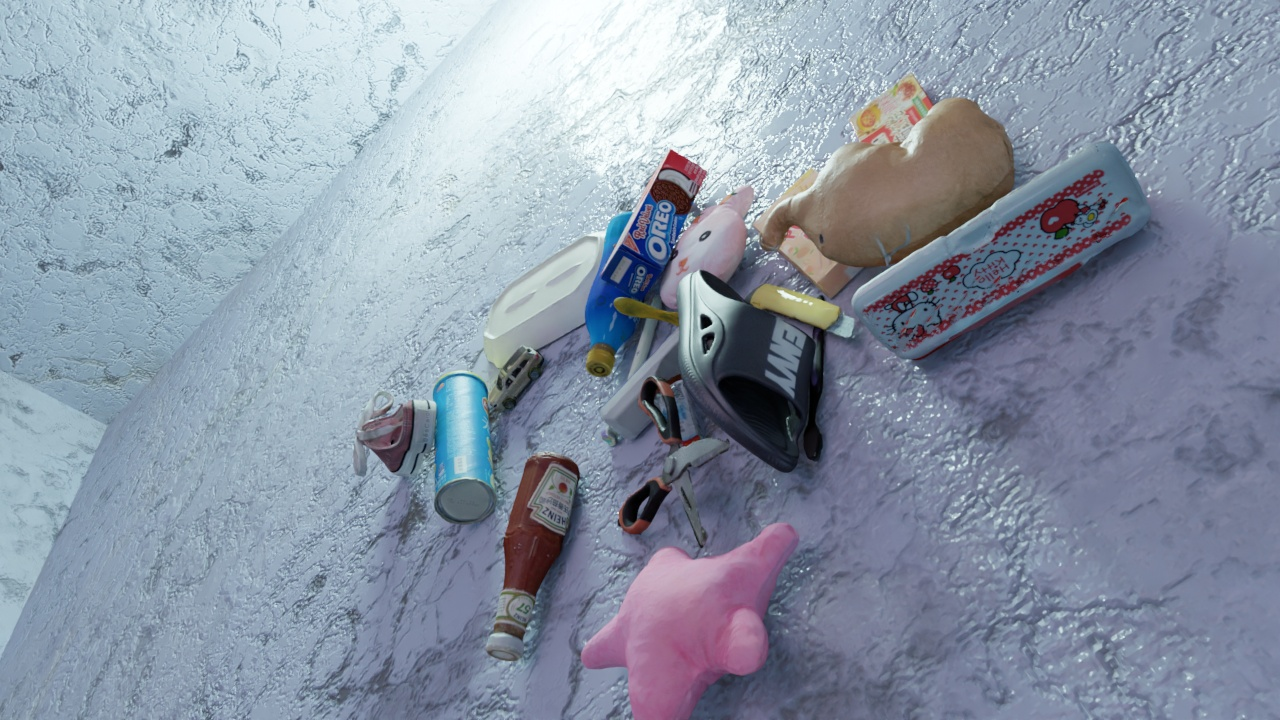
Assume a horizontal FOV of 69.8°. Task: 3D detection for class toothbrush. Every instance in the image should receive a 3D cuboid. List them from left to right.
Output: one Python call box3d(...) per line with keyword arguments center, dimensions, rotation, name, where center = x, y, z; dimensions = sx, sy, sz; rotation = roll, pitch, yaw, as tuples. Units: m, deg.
box3d(center=(-0.006, 0.006, 0.986), dimensions=(0.020, 0.029, 0.189), rotation=(13, 59, 10), name="toothbrush")
box3d(center=(0.152, 0.011, 0.788), dimensions=(0.014, 0.017, 0.188), rotation=(-19, 40, 31), name="toothbrush")

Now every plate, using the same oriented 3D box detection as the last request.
box3d(center=(-0.123, -0.088, 1.217), dimensions=(0.266, 0.034, 0.161), rotation=(-26, 39, 35), name="plate")

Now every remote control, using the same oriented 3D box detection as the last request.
box3d(center=(0.016, 0.024, 0.909), dimensions=(0.125, 0.049, 0.024), rotation=(-47, 34, 7), name="remote control")

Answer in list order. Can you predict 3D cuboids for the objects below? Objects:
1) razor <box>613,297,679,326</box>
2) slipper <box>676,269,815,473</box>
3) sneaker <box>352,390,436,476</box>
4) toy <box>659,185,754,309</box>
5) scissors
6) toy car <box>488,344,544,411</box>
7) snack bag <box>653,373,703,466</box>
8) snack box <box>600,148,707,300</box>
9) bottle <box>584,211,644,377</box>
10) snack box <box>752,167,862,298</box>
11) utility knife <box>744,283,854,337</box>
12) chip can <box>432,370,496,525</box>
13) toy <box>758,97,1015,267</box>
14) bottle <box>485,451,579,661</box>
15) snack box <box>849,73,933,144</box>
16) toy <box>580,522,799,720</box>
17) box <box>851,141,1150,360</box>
box3d(center=(0.019, -0.049, 0.956), dimensions=(0.133, 0.028, 0.043), rotation=(17, 103, 38), name="razor")
box3d(center=(0.092, -0.018, 0.789), dimensions=(0.083, 0.110, 0.267), rotation=(-48, 25, 23), name="slipper")
box3d(center=(-0.315, 0.094, 1.159), dimensions=(0.242, 0.087, 0.118), rotation=(147, 128, -66), name="sneaker")
box3d(center=(0.073, -0.124, 0.989), dimensions=(0.122, 0.054, 0.159), rotation=(-29, 30, 46), name="toy")
box3d(center=(0.023, 0.085, 0.785), dimensions=(0.226, 0.015, 0.188), rotation=(133, 144, -55), name="scissors")
box3d(center=(-0.159, 0.023, 1.150), dimensions=(0.090, 0.035, 0.042), rotation=(-52, 30, 2), name="toy car")
box3d(center=(0.036, 0.053, 0.851), dimensions=(0.045, 0.026, 0.105), rotation=(-25, 49, 11), name="snack bag")
box3d(center=(0.017, -0.157, 1.042), dimensions=(0.058, 0.057, 0.206), rotation=(-52, 11, 45), name="snack box")
box3d(center=(-0.027, -0.076, 1.052), dimensions=(0.065, 0.065, 0.218), rotation=(-22, 41, 39), name="bottle")
box3d(center=(0.173, -0.127, 0.886), dimensions=(0.084, 0.026, 0.157), rotation=(-45, 32, 9), name="snack box")
box3d(center=(0.144, -0.049, 0.843), dimensions=(0.031, 0.019, 0.179), rotation=(-54, 22, -2), name="utility knife")
box3d(center=(-0.214, 0.100, 1.105), dimensions=(0.071, 0.071, 0.210), rotation=(-41, 33, 16), name="chip can")
box3d(center=(0.199, -0.136, 0.777), dimensions=(0.226, 0.082, 0.143), rotation=(-22, 40, 23), name="toy")
box3d(center=(-0.107, 0.186, 0.890), dimensions=(0.060, 0.059, 0.205), rotation=(-22, 41, 38), name="bottle")
box3d(center=(0.252, -0.210, 0.872), dimensions=(0.075, 0.025, 0.152), rotation=(-34, 35, 24), name="snack box")
box3d(center=(0.026, 0.204, 0.681), dimensions=(0.195, 0.074, 0.178), rotation=(-23, 29, 43), name="toy")
box3d(center=(0.253, -0.089, 0.676), dimensions=(0.201, 0.100, 0.094), rotation=(-34, 35, 24), name="box")
